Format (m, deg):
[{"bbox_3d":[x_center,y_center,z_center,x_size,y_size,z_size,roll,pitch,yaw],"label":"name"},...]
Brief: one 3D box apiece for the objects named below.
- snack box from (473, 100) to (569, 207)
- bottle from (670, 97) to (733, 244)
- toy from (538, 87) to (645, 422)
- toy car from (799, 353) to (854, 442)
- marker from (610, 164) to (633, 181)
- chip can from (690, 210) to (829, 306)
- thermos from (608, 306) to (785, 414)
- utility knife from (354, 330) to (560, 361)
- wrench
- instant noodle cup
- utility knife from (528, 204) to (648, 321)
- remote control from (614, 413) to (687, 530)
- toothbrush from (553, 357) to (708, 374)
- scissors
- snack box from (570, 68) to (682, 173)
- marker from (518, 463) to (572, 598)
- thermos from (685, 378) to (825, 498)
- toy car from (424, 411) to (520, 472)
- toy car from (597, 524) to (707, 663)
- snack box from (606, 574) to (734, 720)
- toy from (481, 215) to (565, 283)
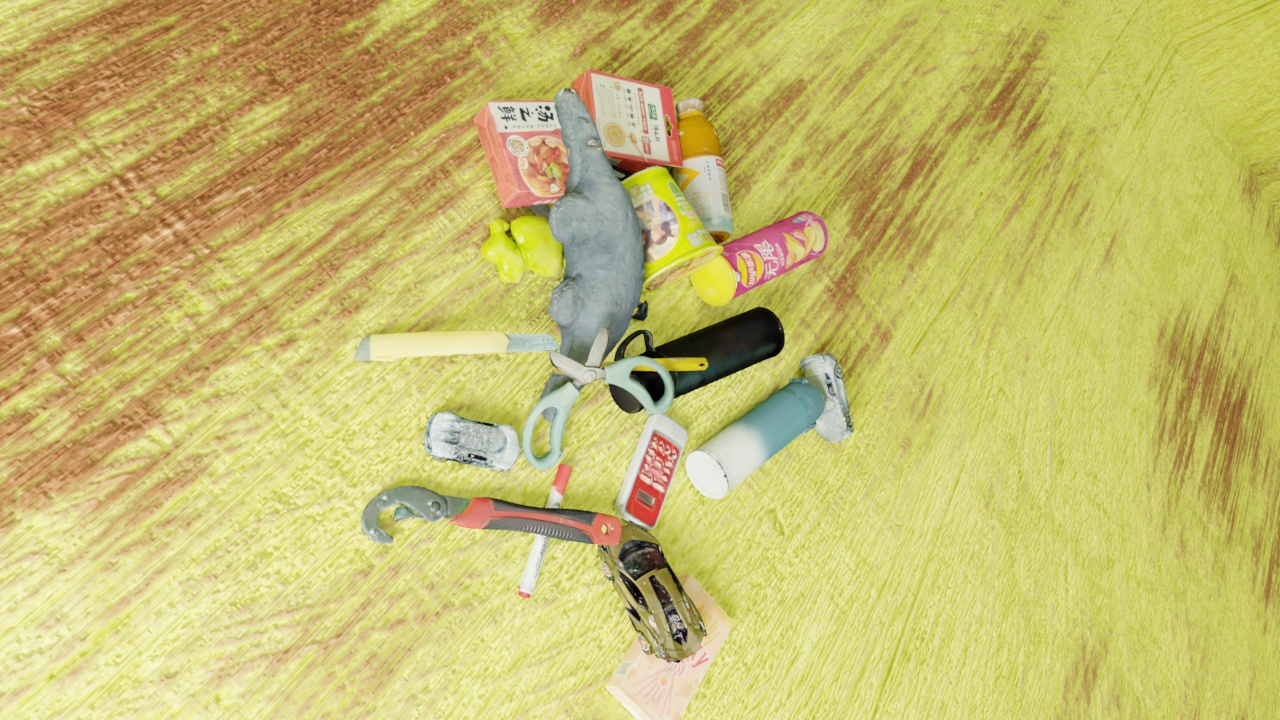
[{"bbox_3d":[-0.112,-0.238,1.047,0.126,0.044,0.113,-13,79,-38],"label":"snack box"},{"bbox_3d":[0.074,-0.242,1.175,0.068,0.068,0.189,2,75,-36],"label":"bottle"},{"bbox_3d":[-0.055,-0.112,1.007,0.137,0.092,0.356,-4,98,-45],"label":"toy"},{"bbox_3d":[0.247,0.050,1.225,0.036,0.054,0.120,-10,84,-41],"label":"toy car"},{"bbox_3d":[-0.022,-0.227,1.119,0.124,0.018,0.015,13,70,-45],"label":"marker"},{"bbox_3d":[0.160,-0.138,1.206,0.210,0.072,0.071,-27,93,-39],"label":"chip can"},{"bbox_3d":[0.070,-0.013,1.099,0.241,0.069,0.090,-20,107,-39],"label":"thermos"},{"bbox_3d":[-0.181,-0.016,0.922,0.204,0.021,0.031,-4,74,-14],"label":"utility knife"},{"bbox_3d":[-0.140,0.160,0.918,0.273,0.016,0.056,9,69,-28],"label":"wrench"},{"bbox_3d":[0.022,-0.160,1.095,0.111,0.112,0.123,-21,82,-38],"label":"instant noodle cup"},{"bbox_3d":[-0.065,-0.124,1.071,0.216,0.015,0.033,44,54,-17],"label":"utility knife"},{"bbox_3d":[0.014,0.126,1.053,0.056,0.020,0.135,36,59,-22],"label":"remote control"},{"bbox_3d":[-0.006,0.006,0.998,0.189,0.017,0.016,-1,100,-31],"label":"toothbrush"},{"bbox_3d":[-0.042,0.049,0.976,0.169,0.019,0.171,15,106,-34],"label":"scissors"},{"bbox_3d":[-0.017,-0.291,1.138,0.127,0.044,0.113,2,75,-35],"label":"snack box"},{"bbox_3d":[-0.099,0.176,0.957,0.017,0.017,0.145,30,60,-26],"label":"marker"},{"bbox_3d":[0.150,0.092,1.135,0.219,0.070,0.070,-30,95,-38],"label":"thermos"},{"bbox_3d":[-0.167,0.082,0.927,0.105,0.031,0.049,16,68,-33],"label":"toy car"},{"bbox_3d":[0.011,0.247,0.983,0.070,0.042,0.158,-22,70,-31],"label":"toy car"},{"bbox_3d":[0.036,0.322,1.007,0.084,0.026,0.156,49,54,-14],"label":"snack box"},{"bbox_3d":[-0.125,-0.126,1.017,0.099,0.031,0.097,-49,116,-29],"label":"toy"}]
